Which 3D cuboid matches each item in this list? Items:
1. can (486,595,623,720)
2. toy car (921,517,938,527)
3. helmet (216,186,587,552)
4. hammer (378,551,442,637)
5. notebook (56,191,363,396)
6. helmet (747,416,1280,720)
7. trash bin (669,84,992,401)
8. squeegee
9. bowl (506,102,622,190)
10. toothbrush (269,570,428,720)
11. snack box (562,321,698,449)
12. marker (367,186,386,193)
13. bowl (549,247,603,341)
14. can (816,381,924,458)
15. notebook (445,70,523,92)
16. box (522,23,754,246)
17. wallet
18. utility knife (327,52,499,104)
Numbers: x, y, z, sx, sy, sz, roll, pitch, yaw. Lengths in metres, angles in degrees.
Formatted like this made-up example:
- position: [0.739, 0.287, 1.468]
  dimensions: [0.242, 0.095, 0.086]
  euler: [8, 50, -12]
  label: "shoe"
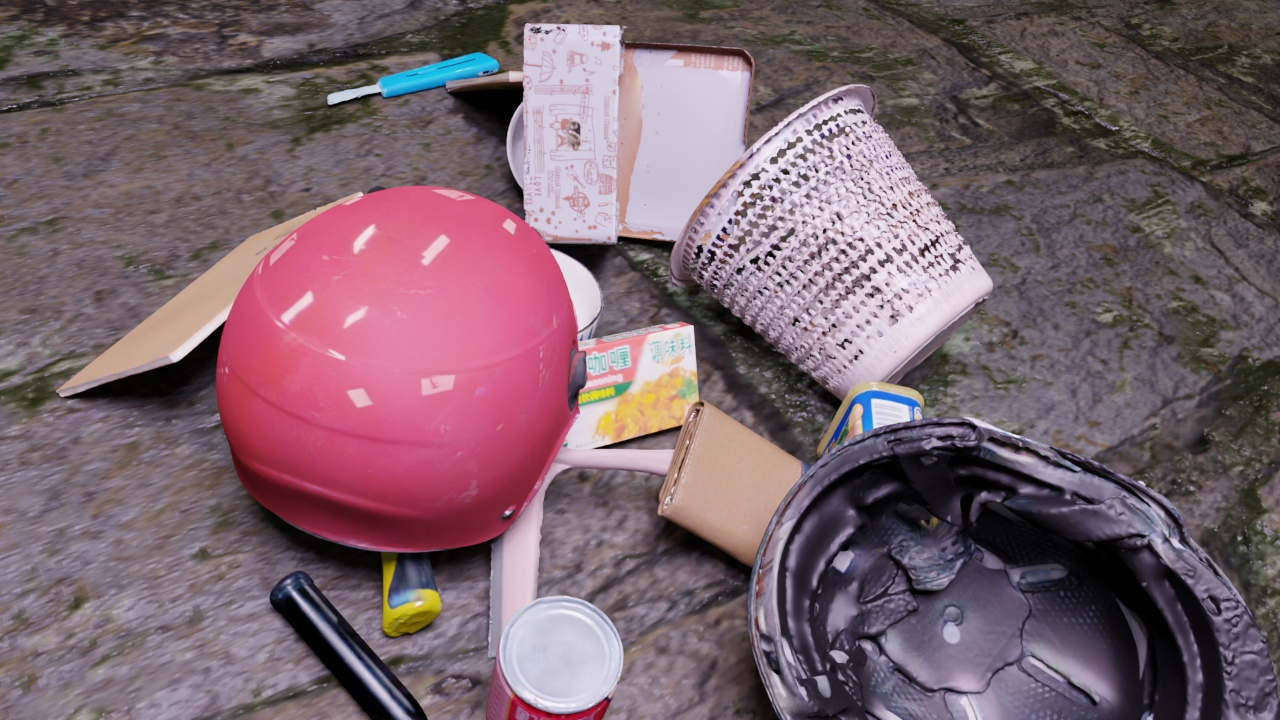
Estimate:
- position: [-0.049, 0.181, 0.505]
  dimensions: [0.066, 0.094, 0.066]
  euler: [8, 45, -8]
  label: "can"
- position: [0.225, 0.123, 0.680]
  dimensions: [0.070, 0.042, 0.157]
  euler: [15, 41, -2]
  label: "toy car"
- position: [-0.133, -0.018, 0.533]
  dimensions: [0.207, 0.144, 0.239]
  euler: [19, 61, 4]
  label: "helmet"
- position: [-0.180, 0.026, 0.628]
  dimensions: [0.031, 0.126, 0.323]
  euler: [15, 43, -42]
  label: "hammer"
- position: [-0.305, -0.052, 0.664]
  dimensions: [0.148, 0.008, 0.207]
  euler: [-12, 32, 33]
  label: "notebook"
- position: [0.193, 0.157, 0.540]
  dimensions: [0.274, 0.157, 0.230]
  euler: [29, 88, 4]
  label: "helmet"
- position: [0.169, -0.078, 0.759]
  dimensions: [0.226, 0.228, 0.192]
  euler: [-29, 72, -36]
  label: "trash bin"
- position: [0.021, 0.073, 0.639]
  dimensions: [0.249, 0.040, 0.247]
  euler: [7, 69, -27]
  label: "squeegee"
- position: [-0.083, -0.203, 0.891]
  dimensions: [0.118, 0.118, 0.065]
  euler: [-11, 12, -25]
  label: "bowl"
- position: [-0.137, 0.198, 0.513]
  dimensions: [0.212, 0.026, 0.027]
  euler: [39, 36, 22]
  label: "toothbrush"
- position: [-0.029, 0.023, 0.683]
  dimensions: [0.155, 0.077, 0.027]
  euler: [-13, 15, -26]
  label: "snack box"
- position: [-0.211, -0.106, 0.802]
  dimensions: [0.022, 0.020, 0.132]
  euler: [1, 44, -39]
  label: "marker"
- position: [-0.091, -0.032, 0.727]
  dimensions: [0.116, 0.066, 0.116]
  euler: [8, 43, -8]
  label: "bowl"
- position: [0.167, 0.080, 0.663]
  dimensions: [0.057, 0.102, 0.083]
  euler: [12, 47, -4]
  label: "can"
- position: [-0.098, -0.286, 0.941]
  dimensions: [0.149, 0.012, 0.211]
  euler: [-9, 17, -25]
  label: "notebook"
- position: [0.004, -0.186, 0.794]
  dimensions: [0.193, 0.183, 0.156]
  euler: [3, 14, 2]
  label: "box"
- position: [0.069, 0.091, 0.626]
  dimensions: [0.115, 0.033, 0.090]
  euler: [33, 63, -25]
  label: "wallet"
- position: [-0.245, -0.302, 0.990]
  dimensions: [0.203, 0.018, 0.034]
  euler: [-28, 59, -34]
  label: "utility knife"
